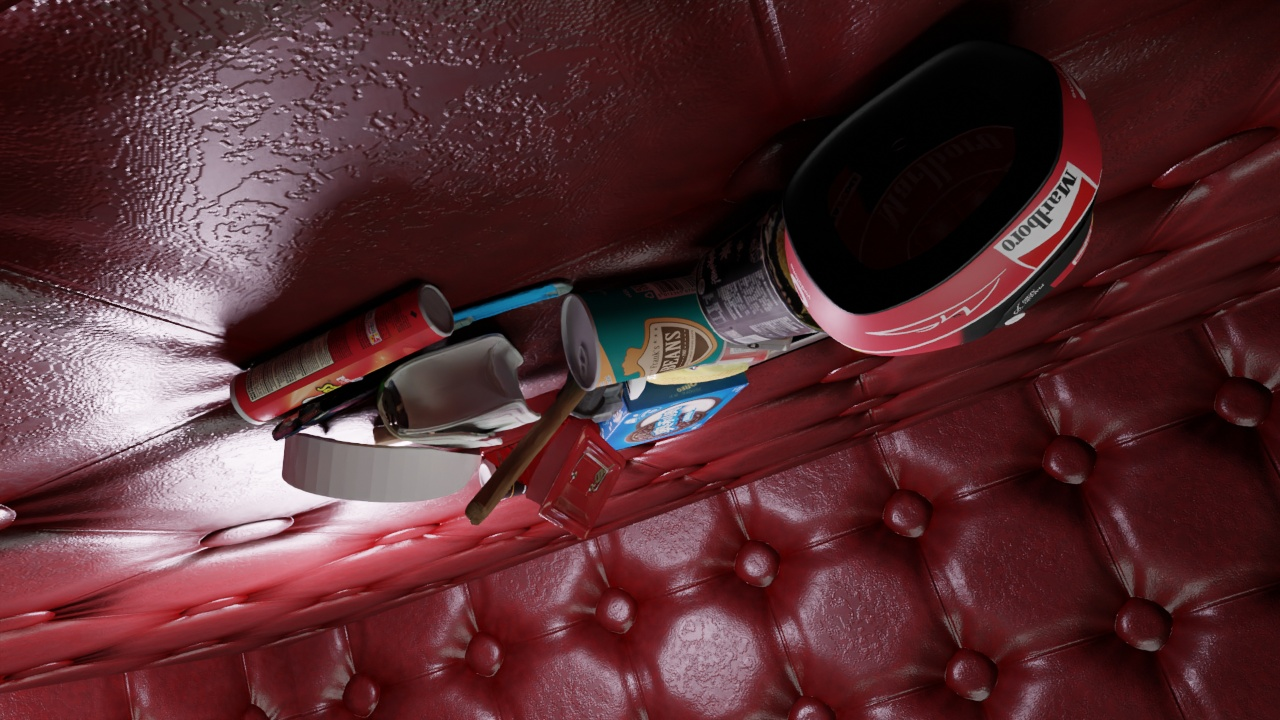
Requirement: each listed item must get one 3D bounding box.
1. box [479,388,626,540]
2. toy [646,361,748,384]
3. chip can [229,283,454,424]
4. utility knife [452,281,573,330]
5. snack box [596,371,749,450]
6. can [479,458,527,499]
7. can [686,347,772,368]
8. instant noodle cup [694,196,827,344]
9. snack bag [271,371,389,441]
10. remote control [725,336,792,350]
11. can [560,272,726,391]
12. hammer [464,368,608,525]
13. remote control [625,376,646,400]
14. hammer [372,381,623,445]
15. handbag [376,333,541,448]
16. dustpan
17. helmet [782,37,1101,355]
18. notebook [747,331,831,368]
[{"bbox_3d":[-0.118,0.115,1.166,0.147,0.156,0.157,-57,152,-12],"label":"box"},{"bbox_3d":[0.079,-0.003,1.207,0.170,0.064,0.155,-12,177,5],"label":"toy"},{"bbox_3d":[-0.270,-0.004,0.828,0.215,0.051,0.051,-23,164,17],"label":"chip can"},{"bbox_3d":[-0.174,-0.040,0.886,0.225,0.015,0.031,-16,160,-1],"label":"utility knife"},{"bbox_3d":[0.032,0.070,1.407,0.195,0.056,0.239,-13,164,-20],"label":"snack box"},{"bbox_3d":[-0.196,0.186,1.520,0.128,0.072,0.072,-9,162,-30],"label":"can"},{"bbox_3d":[0.067,-0.026,1.064,0.170,0.067,0.067,-6,163,-9],"label":"can"},{"bbox_3d":[0.125,-0.078,0.891,0.137,0.137,0.113,-3,168,-43],"label":"instant noodle cup"},{"bbox_3d":[-0.294,0.038,0.922,0.075,0.018,0.154,-28,-176,27],"label":"snack bag"},{"bbox_3d":[0.136,-0.052,1.010,0.074,0.019,0.150,3,-153,16],"label":"remote control"},{"bbox_3d":[0.002,-0.031,0.949,0.143,0.099,0.099,-12,163,-22],"label":"can"},{"bbox_3d":[-0.095,0.066,0.941,0.098,0.052,0.327,-67,173,29],"label":"hammer"},{"bbox_3d":[-0.007,0.007,1.161,0.024,0.049,0.143,-16,165,-6],"label":"remote control"},{"bbox_3d":[-0.181,0.068,1.190,0.322,0.051,0.117,-12,158,-13],"label":"hammer"},{"bbox_3d":[-0.188,0.046,0.976,0.142,0.096,0.198,-20,173,-2],"label":"handbag"},{"bbox_3d":[-0.283,0.098,1.005,0.191,0.053,0.257,7,-176,-3],"label":"dustpan"},{"bbox_3d":[0.251,-0.119,0.754,0.272,0.197,0.224,-39,155,32],"label":"helmet"},{"bbox_3d":[0.236,-0.058,1.126,0.207,0.016,0.148,-22,-167,29],"label":"notebook"}]
